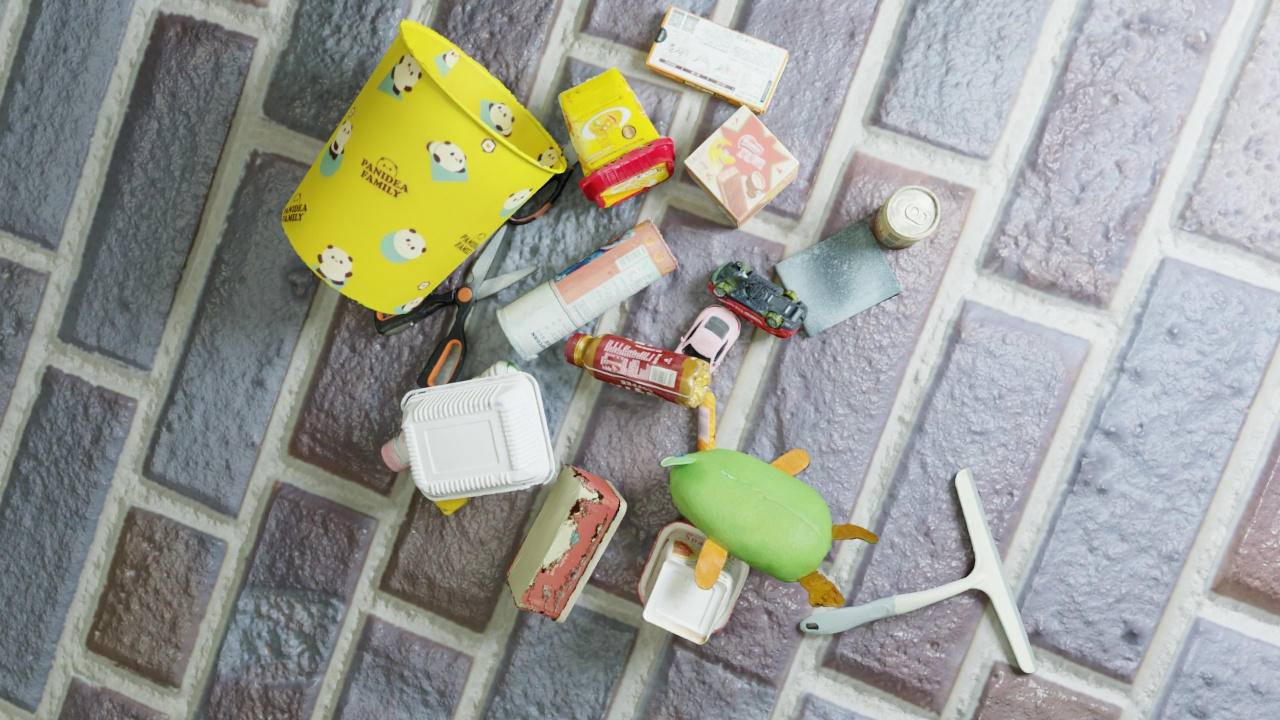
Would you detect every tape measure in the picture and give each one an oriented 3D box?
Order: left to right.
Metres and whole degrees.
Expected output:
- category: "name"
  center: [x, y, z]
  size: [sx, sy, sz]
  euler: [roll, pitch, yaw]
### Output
- category: "tape measure"
  center: [-0.238, 0.157, 1.143]
  size: [0.057, 0.029, 0.060]
  euler: [-36, 87, 7]

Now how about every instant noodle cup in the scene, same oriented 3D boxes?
- category: "instant noodle cup"
  center: [-0.196, 0.094, 1.056]
  size: [0.174, 0.060, 0.138]
  euler: [-10, 97, 14]
- category: "instant noodle cup"
  center: [-0.031, -0.256, 1.055]
  size: [0.116, 0.116, 0.123]
  euler: [-25, 87, 4]
- category: "instant noodle cup"
  center: [0.057, 0.260, 1.054]
  size: [0.116, 0.124, 0.116]
  euler: [22, 95, 6]

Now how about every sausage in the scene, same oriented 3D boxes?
- category: "sausage"
  center: [0.079, 0.114, 1.099]
  size: [0.021, 0.021, 0.165]
  euler: [0, 92, 8]

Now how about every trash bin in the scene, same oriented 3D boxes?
- category: "trash bin"
  center: [-0.251, -0.204, 1.036]
  size: [0.229, 0.229, 0.256]
  euler: [47, 107, 5]

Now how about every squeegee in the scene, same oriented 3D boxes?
- category: "squeegee"
  center: [0.303, 0.278, 1.062]
  size: [0.247, 0.039, 0.246]
  euler: [-18, 89, 9]

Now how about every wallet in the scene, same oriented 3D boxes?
- category: "wallet"
  center: [0.230, -0.095, 1.073]
  size: [0.121, 0.019, 0.097]
  euler: [-27, 90, 7]

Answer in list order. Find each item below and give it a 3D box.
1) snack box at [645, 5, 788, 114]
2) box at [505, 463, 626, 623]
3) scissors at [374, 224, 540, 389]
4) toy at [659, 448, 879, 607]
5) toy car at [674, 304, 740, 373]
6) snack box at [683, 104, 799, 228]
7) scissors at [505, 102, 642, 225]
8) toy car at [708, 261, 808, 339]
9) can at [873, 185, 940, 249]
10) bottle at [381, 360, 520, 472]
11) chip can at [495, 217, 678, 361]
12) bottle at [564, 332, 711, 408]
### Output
- category: "snack box"
  center: [0.090, -0.354, 1.081]
  size: [0.154, 0.026, 0.075]
  euler: [24, 94, 7]
- category: "box"
  center: [-0.097, 0.212, 1.081]
  size: [0.079, 0.091, 0.168]
  euler: [26, 96, -24]
- category: "scissors"
  center: [-0.228, -0.060, 1.135]
  size: [0.221, 0.021, 0.224]
  euler: [-3, 80, 13]
- category: "toy"
  center: [0.135, 0.174, 1.022]
  size: [0.247, 0.226, 0.090]
  euler: [31, 138, 20]
- category: "toy car"
  center: [0.071, -0.009, 1.090]
  size: [0.056, 0.037, 0.122]
  euler: [35, 97, 7]
- category: "snack box"
  center: [0.116, -0.221, 1.055]
  size: [0.094, 0.077, 0.093]
  euler: [-42, 85, 7]
- category: "scissors"
  center: [-0.099, -0.258, 1.117]
  size: [0.195, 0.015, 0.206]
  euler: [16, 94, 8]
- category: "toy car"
  center: [0.134, -0.069, 1.068]
  size: [0.120, 0.045, 0.052]
  euler: [35, 60, 14]
- category: "can"
  center: [0.292, -0.156, 1.011]
  size: [0.058, 0.116, 0.058]
  euler: [0, 91, 8]
- category: "bottle"
  center: [-0.228, 0.074, 1.122]
  size: [0.197, 0.068, 0.068]
  euler: [-31, 87, 11]
- category: "chip can"
  center: [-0.062, -0.084, 1.082]
  size: [0.215, 0.071, 0.071]
  euler: [-31, 87, 4]
- category: "bottle"
  center: [-0.006, 0.006, 1.075]
  size: [0.175, 0.057, 0.057]
  euler: [16, 94, 25]
